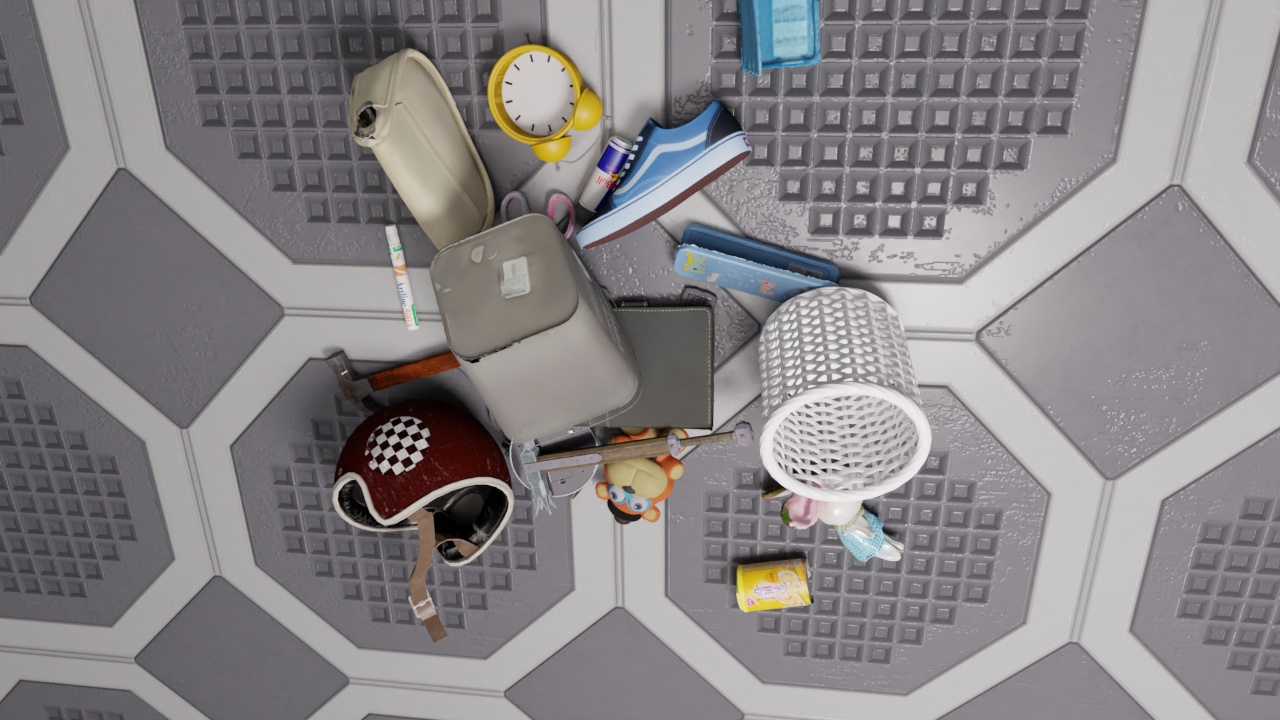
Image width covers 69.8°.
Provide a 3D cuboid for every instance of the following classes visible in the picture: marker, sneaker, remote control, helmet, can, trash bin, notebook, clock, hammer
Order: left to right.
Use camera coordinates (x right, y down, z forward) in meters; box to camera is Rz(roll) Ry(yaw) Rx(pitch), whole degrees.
[{"bbox_3d":[-0.321,-0.111,1.237,0.017,0.017,0.146,-3,113,10],"label":"marker"},{"bbox_3d":[-0.288,0.182,1.236,0.234,0.253,0.233,-37,147,-3],"label":"helmet"},{"bbox_3d":[-0.285,0.006,1.269,0.301,0.028,0.111,-15,111,18],"label":"hammer"},{"bbox_3d":[-0.127,-0.039,1.079,0.197,0.197,0.220,-21,154,2],"label":"trash bin"},{"bbox_3d":[-0.113,-0.309,1.103,0.114,0.052,0.152,-40,98,22],"label":"clock"},{"bbox_3d":[-0.121,0.112,1.271,0.122,0.045,0.159,-15,100,3],"label":"clock"},{"bbox_3d":[-0.042,-0.230,1.135,0.032,0.032,0.095,28,114,-4],"label":"can"},{"bbox_3d":[-0.008,0.112,1.194,0.317,0.028,0.147,-10,102,17],"label":"hammer"},{"bbox_3d":[-0.007,0.007,1.204,0.209,0.029,0.169,1,92,11],"label":"notebook"},{"bbox_3d":[0.011,-0.229,1.112,0.242,0.083,0.098,-32,87,18],"label":"sneaker"},{"bbox_3d":[0.063,-0.038,1.215,0.046,0.009,0.125,18,115,0],"label":"remote control"},{"bbox_3d":[0.193,0.324,1.322,0.105,0.067,0.068,-9,112,12],"label":"can"}]

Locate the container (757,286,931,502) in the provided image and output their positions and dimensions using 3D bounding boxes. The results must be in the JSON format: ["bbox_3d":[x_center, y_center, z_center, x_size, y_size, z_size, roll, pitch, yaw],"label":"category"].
[{"bbox_3d":[0.236,0.039,1.101,0.189,0.186,0.190,3,131,3],"label":"container"}]

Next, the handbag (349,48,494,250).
[{"bbox_3d":[-0.279,-0.230,1.100,0.132,0.183,0.229,-20,125,19],"label":"handbag"}]

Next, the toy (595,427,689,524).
[{"bbox_3d":[0.001,0.150,1.267,0.112,0.096,0.176,22,125,10],"label":"toy"}]

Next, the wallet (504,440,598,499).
[{"bbox_3d":[-0.128,0.140,1.316,0.123,0.019,0.072,34,109,-7],"label":"wallet"}]

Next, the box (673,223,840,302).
[{"bbox_3d":[0.144,-0.107,1.145,0.210,0.063,0.069,17,117,1],"label":"box"}]

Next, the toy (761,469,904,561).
[{"bbox_3d":[0.283,0.207,1.246,0.205,0.131,0.106,30,98,-12],"label":"toy"}]

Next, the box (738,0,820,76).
[{"bbox_3d":[0.144,-0.428,0.979,0.094,0.110,0.232,-2,113,10],"label":"box"}]

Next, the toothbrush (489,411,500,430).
[{"bbox_3d":[-0.223,0.021,1.283,0.013,0.013,0.167,-12,110,14],"label":"toothbrush"}]

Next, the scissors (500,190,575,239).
[{"bbox_3d":[-0.146,-0.140,1.203,0.108,0.016,0.179,13,118,2],"label":"scissors"}]
